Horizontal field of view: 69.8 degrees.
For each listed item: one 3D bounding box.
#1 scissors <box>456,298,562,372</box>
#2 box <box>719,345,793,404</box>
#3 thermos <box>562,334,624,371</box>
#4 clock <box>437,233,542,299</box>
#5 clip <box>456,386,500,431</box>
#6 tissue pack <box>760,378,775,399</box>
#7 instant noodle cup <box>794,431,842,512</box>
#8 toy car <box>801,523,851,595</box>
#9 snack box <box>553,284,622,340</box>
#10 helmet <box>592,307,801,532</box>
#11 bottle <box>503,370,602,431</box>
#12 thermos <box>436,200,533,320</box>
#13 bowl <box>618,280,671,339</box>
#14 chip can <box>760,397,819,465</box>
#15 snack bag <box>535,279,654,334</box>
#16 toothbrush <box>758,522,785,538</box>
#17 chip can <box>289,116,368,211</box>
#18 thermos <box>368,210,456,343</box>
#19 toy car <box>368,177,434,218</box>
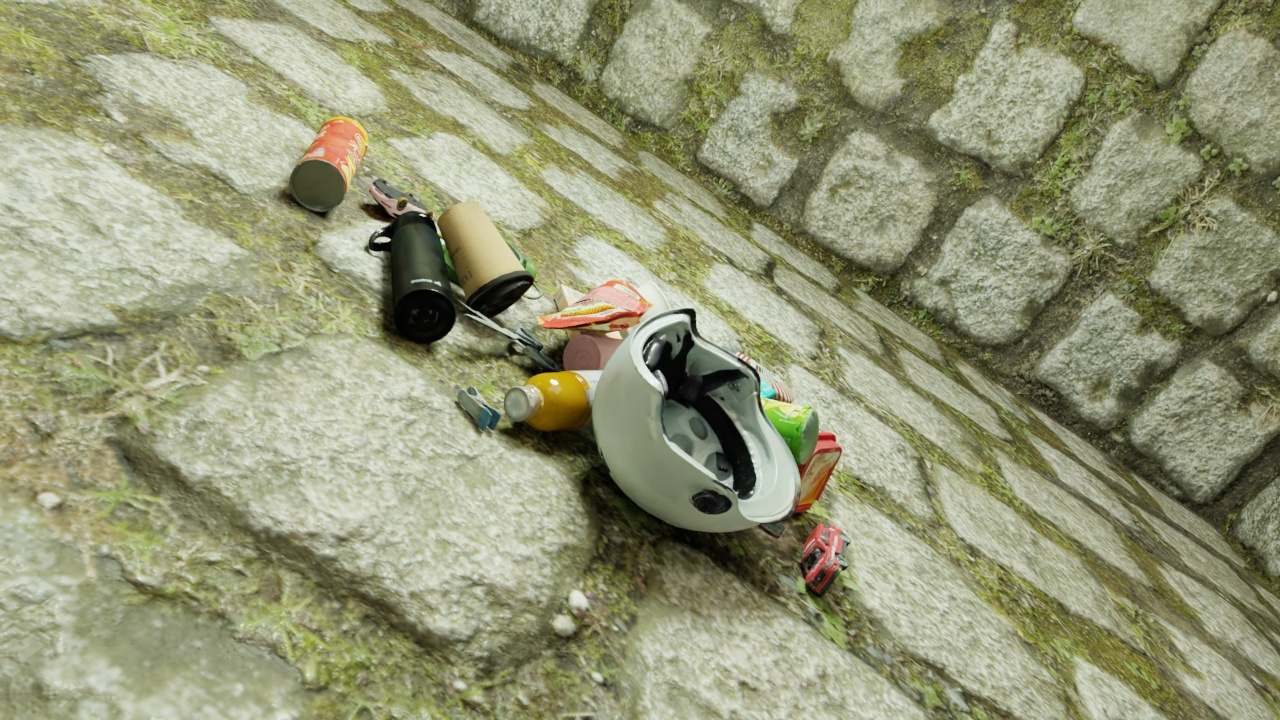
[{"bbox_3d":[-0.160,-0.031,1.115,0.165,0.014,0.163,42,9,-10],"label":"scissors"},{"bbox_3d":[0.186,0.029,1.542,0.164,0.051,0.068,32,9,-9],"label":"box"},{"bbox_3d":[-0.007,0.007,1.228,0.087,0.067,0.198,15,4,39],"label":"thermos"},{"bbox_3d":[-0.205,-0.130,1.266,0.161,0.056,0.116,35,21,3],"label":"clock"},{"bbox_3d":[-0.169,0.049,0.956,0.058,0.026,0.038,40,28,28],"label":"clip"},{"bbox_3d":[0.149,0.047,1.415,0.093,0.050,0.133,41,21,14],"label":"tissue pack"},{"bbox_3d":[0.179,0.126,1.204,0.124,0.116,0.116,33,16,32],"label":"instant noodle cup"},{"bbox_3d":[0.217,0.233,1.088,0.045,0.053,0.120,33,17,3],"label":"toy car"},{"bbox_3d":[-0.073,-0.051,1.334,0.084,0.026,0.157,24,22,-28],"label":"snack box"},{"bbox_3d":[0.044,0.087,1.002,0.258,0.146,0.228,45,32,-22],"label":"helmet"},{"bbox_3d":[-0.079,0.045,1.035,0.068,0.068,0.189,43,22,25],"label":"bottle"},{"bbox_3d":[-0.201,-0.127,1.168,0.143,0.093,0.092,60,26,11],"label":"thermos"},{"bbox_3d":[0.001,-0.054,1.378,0.064,0.118,0.118,-21,46,-19],"label":"bowl"},{"bbox_3d":[0.109,0.071,1.133,0.221,0.072,0.072,12,10,26],"label":"chip can"},{"bbox_3d":[-0.049,-0.062,1.193,0.129,0.073,0.207,0,9,9],"label":"snack bag"},{"bbox_3d":[0.097,0.158,1.121,0.187,0.017,0.016,35,19,1],"label":"toothbrush"},{"bbox_3d":[-0.417,-0.267,1.237,0.073,0.073,0.216,26,22,-20],"label":"chip can"},{"bbox_3d":[-0.278,-0.106,1.105,0.090,0.068,0.242,-7,32,-14],"label":"thermos"},{"bbox_3d":[-0.341,-0.222,1.305,0.056,0.037,0.122,43,9,16],"label":"toy car"}]
